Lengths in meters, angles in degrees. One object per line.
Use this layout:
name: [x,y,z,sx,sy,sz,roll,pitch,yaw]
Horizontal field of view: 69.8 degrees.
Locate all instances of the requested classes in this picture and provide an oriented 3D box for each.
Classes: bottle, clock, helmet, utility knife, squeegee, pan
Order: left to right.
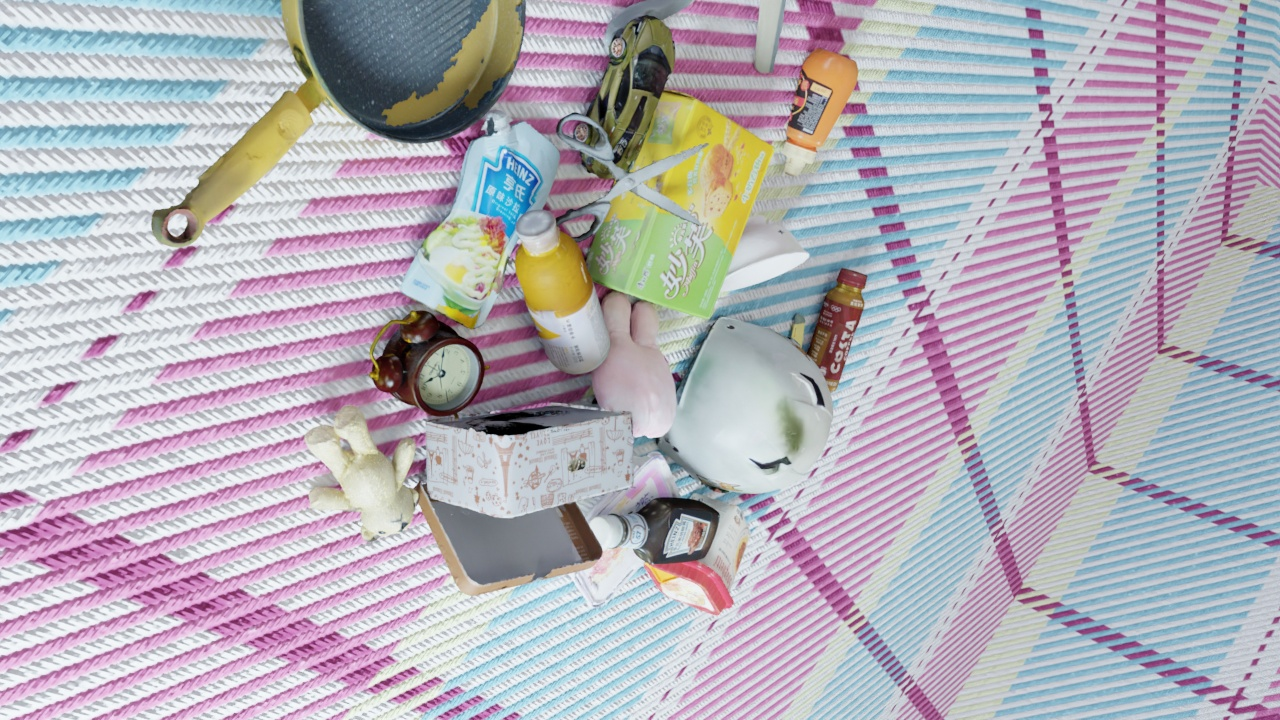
pan: [-0.215,-0.209,0.665,0.356,0.078,0.198,-47,137,-20]
clock: [-0.193,0.002,0.822,0.082,0.055,0.122,-58,139,-7]
bottle: [-0.077,-0.064,0.885,0.067,0.068,0.190,-45,146,-22]
bottle: [0.016,0.200,1.076,0.194,0.044,0.080,12,100,-49]
squeegee: [0.053,-0.362,0.912,0.246,0.039,0.247,-31,149,-25]
helmet: [0.161,0.075,1.171,0.274,0.157,0.230,34,84,-51]
utility knife: [0.216,0.035,1.318,0.030,0.022,0.216,-14,114,-42]
bottle: [0.208,-0.294,1.105,0.066,0.067,0.150,-2,118,-47]
bottle: [0.280,-0.044,1.316,0.057,0.057,0.175,2,108,-48]

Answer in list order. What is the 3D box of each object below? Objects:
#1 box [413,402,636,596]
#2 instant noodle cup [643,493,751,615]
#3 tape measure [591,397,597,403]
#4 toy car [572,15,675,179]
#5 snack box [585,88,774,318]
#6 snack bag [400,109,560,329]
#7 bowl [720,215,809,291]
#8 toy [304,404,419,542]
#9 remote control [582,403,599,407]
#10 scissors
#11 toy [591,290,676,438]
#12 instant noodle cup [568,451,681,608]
box: [-0.115,0.139,0.907,0.181,0.152,0.174,-6,96,-46]
instant noodle cup: [0.083,0.255,1.228,0.124,0.117,0.116,-57,142,-28]
tape measure: [-0.023,0.052,1.049,0.057,0.039,0.057,-43,136,-24]
toy car: [-0.012,-0.250,0.881,0.070,0.042,0.158,-4,125,-47]
snack box: [0.044,-0.162,0.983,0.157,0.070,0.210,12,100,-50]
snack bag: [-0.139,-0.127,0.828,0.110,0.039,0.191,31,84,-48]
bowl: [0.134,-0.133,1.091,0.118,0.119,0.064,-11,79,-44]
toy: [-0.243,0.101,0.811,0.105,0.066,0.157,-38,141,-21]
remote control: [-0.068,0.102,1.022,0.049,0.024,0.125,0,121,-37]
scissors: [-0.014,-0.167,0.880,0.179,0.014,0.159,31,100,-24]
toy: [-0.006,0.006,1.001,0.121,0.054,0.159,16,65,-47]
instant noodle cup: [-0.034,0.193,1.097,0.173,0.060,0.138,-45,137,-24]
